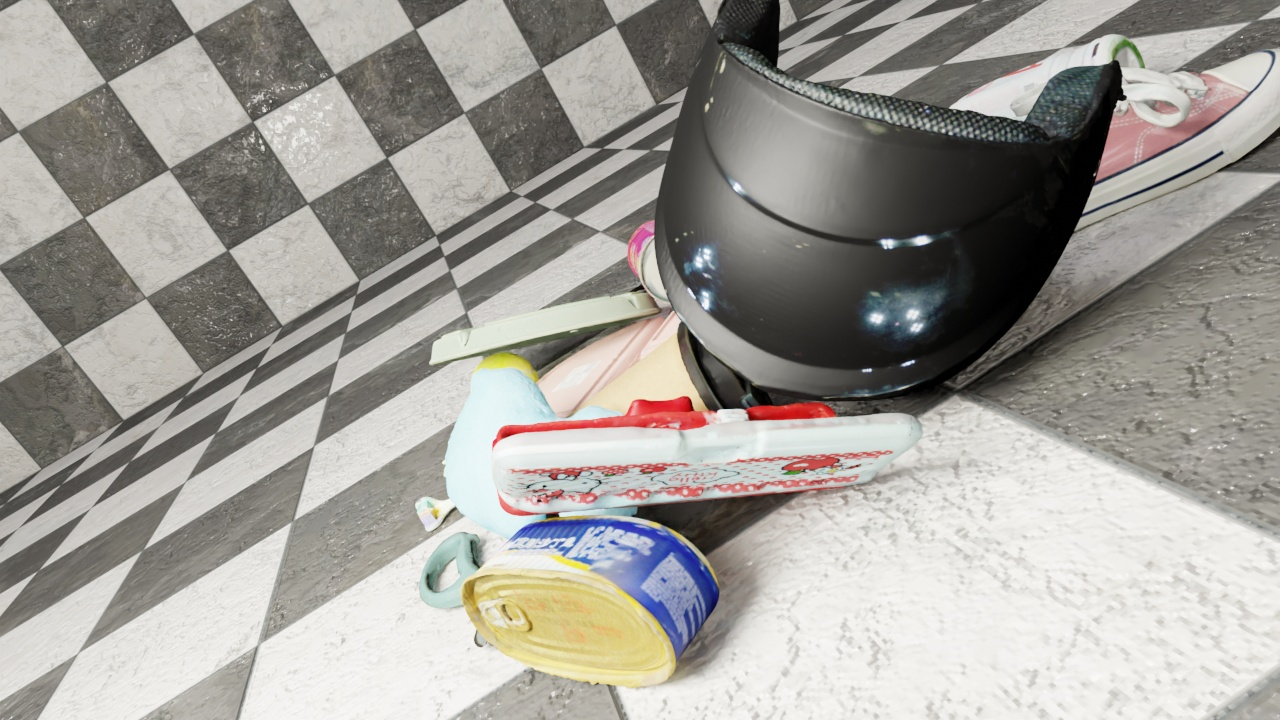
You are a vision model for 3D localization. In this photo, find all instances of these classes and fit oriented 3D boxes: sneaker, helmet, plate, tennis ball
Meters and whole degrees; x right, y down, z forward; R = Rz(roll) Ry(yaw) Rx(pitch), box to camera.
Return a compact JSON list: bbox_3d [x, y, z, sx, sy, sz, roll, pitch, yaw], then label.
[{"bbox_3d":[0.329,-0.160,0.634,0.241,0.088,0.118,-27,19,11],"label":"sneaker"},{"bbox_3d":[0.128,-0.090,0.549,0.230,0.233,0.274,-68,-18,9],"label":"helmet"},{"bbox_3d":[-0.005,0.004,0.769,0.230,0.028,0.229,-24,15,7],"label":"plate"},{"bbox_3d":[-0.092,-0.032,0.889,0.230,0.027,0.230,-12,1,0],"label":"plate"},{"bbox_3d":[-0.129,0.025,0.876,0.065,0.065,0.065,-27,19,10],"label":"tennis ball"}]

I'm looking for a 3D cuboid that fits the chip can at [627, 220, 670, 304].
[{"bbox_3d":[0.026,-0.100,0.911,0.071,0.071,0.210,-29,11,3],"label":"chip can"}]

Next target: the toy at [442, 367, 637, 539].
[{"bbox_3d":[-0.073,0.067,0.592,0.157,0.049,0.161,-23,61,24],"label":"toy"}]

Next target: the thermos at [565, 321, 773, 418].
[{"bbox_3d":[0.014,0.036,0.613,0.143,0.093,0.092,-31,17,21],"label":"thermos"}]

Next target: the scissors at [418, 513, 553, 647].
[{"bbox_3d":[-0.078,0.126,0.616,0.171,0.019,0.177,-36,18,-18],"label":"scissors"}]

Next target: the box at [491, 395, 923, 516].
[{"bbox_3d":[0.024,0.049,0.475,0.201,0.063,0.160,-3,0,-9],"label":"box"}]

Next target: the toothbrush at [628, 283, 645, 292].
[{"bbox_3d":[0.012,-0.093,1.055,0.014,0.018,0.188,-16,20,33],"label":"toothbrush"}]

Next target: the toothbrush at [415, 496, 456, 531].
[{"bbox_3d":[-0.098,0.084,0.754,0.189,0.029,0.020,-29,-22,-1],"label":"toothbrush"}]

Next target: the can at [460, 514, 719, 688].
[{"bbox_3d":[-0.029,0.121,0.470,0.148,0.074,0.049,-13,23,44],"label":"can"}]

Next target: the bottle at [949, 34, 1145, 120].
[{"bbox_3d":[0.342,-0.228,0.826,0.068,0.068,0.197,-41,19,-30],"label":"bottle"}]
